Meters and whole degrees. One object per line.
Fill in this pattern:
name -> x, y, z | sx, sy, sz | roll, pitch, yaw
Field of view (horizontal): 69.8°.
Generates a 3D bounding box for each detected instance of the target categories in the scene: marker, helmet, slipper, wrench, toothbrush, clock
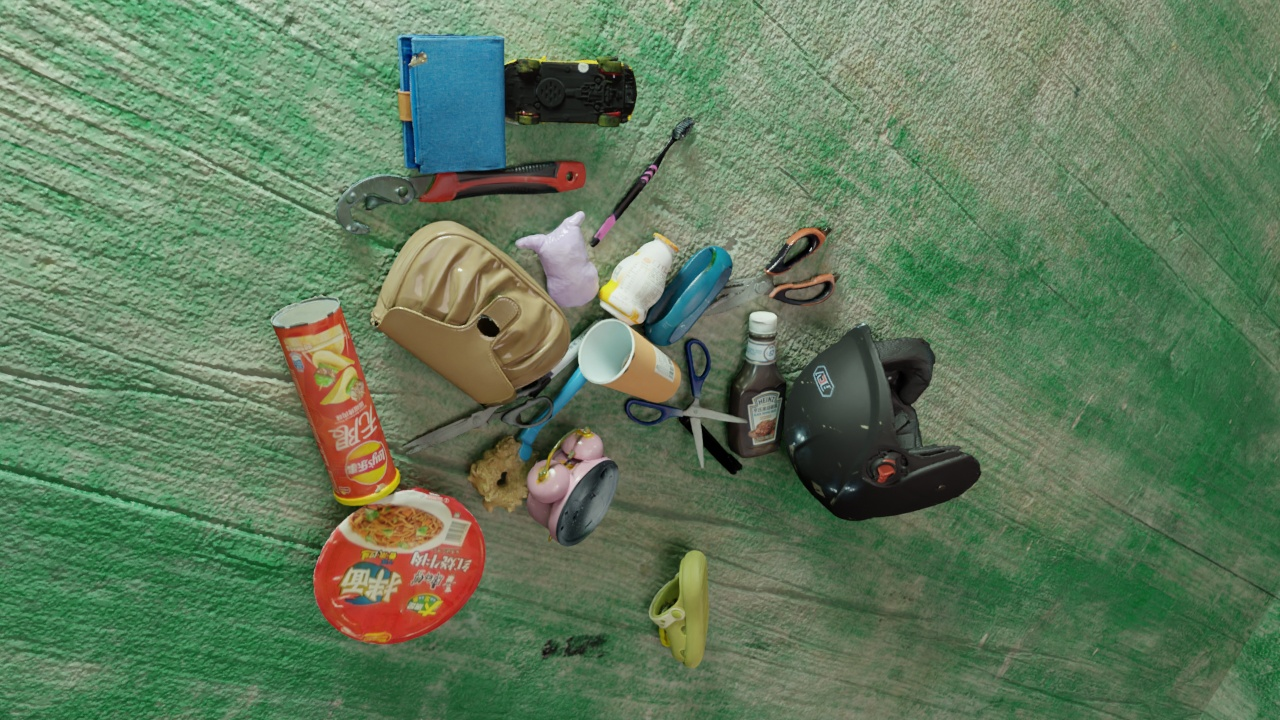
marker -> 0.095, 0.112, 1.233 | 0.132, 0.022, 0.020 | 47, 50, -34
helmet -> 0.300, 0.086, 1.209 | 0.230, 0.233, 0.275 | -26, 128, 17
slipper -> 0.055, 0.341, 1.277 | 0.082, 0.091, 0.191 | 6, 123, 11
wrench -> -0.183, -0.181, 0.968 | 0.272, 0.016, 0.056 | -15, 115, -23
toothbrush -> 0.002, -0.205, 1.060 | 0.014, 0.018, 0.189 | 38, 91, -32
clock -> -0.084, 0.146, 1.095 | 0.117, 0.060, 0.159 | -44, 149, -33
marker -> -0.087, -0.004, 1.089 | 0.130, 0.022, 0.018 | -42, 150, -7

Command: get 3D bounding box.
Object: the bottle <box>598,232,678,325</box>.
bottle -> 0.001, -0.096, 1.074 | 0.063, 0.063, 0.108 | 35, 91, -34

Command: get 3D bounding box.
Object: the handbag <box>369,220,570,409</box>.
handbag -> -0.175, -0.044, 0.977 | 0.204, 0.100, 0.148 | 40, 91, -30

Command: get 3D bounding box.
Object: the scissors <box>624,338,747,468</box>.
scissors -> 0.059, 0.059, 1.180 | 0.162, 0.012, 0.173 | -10, 101, -15

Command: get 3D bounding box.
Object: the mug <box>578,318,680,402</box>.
mug -> -0.006, 0.006, 1.094 | 0.122, 0.078, 0.078 | 27, 95, -51

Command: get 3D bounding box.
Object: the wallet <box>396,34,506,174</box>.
wallet -> -0.188, -0.256, 0.919 | 0.106, 0.040, 0.133 | -7, 117, -20

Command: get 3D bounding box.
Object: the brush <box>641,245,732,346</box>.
brush -> 0.059, -0.078, 1.104 | 0.055, 0.073, 0.144 | 40, 85, -9

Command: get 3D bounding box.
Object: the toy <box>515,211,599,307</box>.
toy -> -0.086, -0.106, 1.038 | 0.084, 0.039, 0.108 | -22, 124, -3

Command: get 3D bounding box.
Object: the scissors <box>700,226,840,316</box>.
scissors -> 0.171, -0.109, 1.192 | 0.195, 0.015, 0.215 | 33, 93, -34

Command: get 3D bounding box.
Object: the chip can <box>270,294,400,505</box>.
chip can -> -0.315, 0.044, 0.954 | 0.073, 0.073, 0.217 | -22, 117, -20

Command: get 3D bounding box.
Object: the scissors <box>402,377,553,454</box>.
scissors -> -0.181, 0.075, 1.052 | 0.136, 0.014, 0.174 | 33, 81, -4

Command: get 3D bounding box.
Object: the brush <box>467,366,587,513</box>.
brush -> -0.113, 0.072, 1.094 | 0.083, 0.046, 0.254 | 42, 82, -30

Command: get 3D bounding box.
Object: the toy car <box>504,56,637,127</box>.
toy car -> -0.079, -0.284, 0.967 | 0.155, 0.041, 0.071 | -3, 112, -12

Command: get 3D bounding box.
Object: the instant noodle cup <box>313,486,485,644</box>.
instant noodle cup -> -0.277, 0.224, 1.049 | 0.193, 0.066, 0.194 | -10, 115, -24

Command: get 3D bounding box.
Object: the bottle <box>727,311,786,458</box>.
bottle -> 0.158, 0.032, 1.224 | 0.079, 0.044, 0.195 | -10, 113, -27
